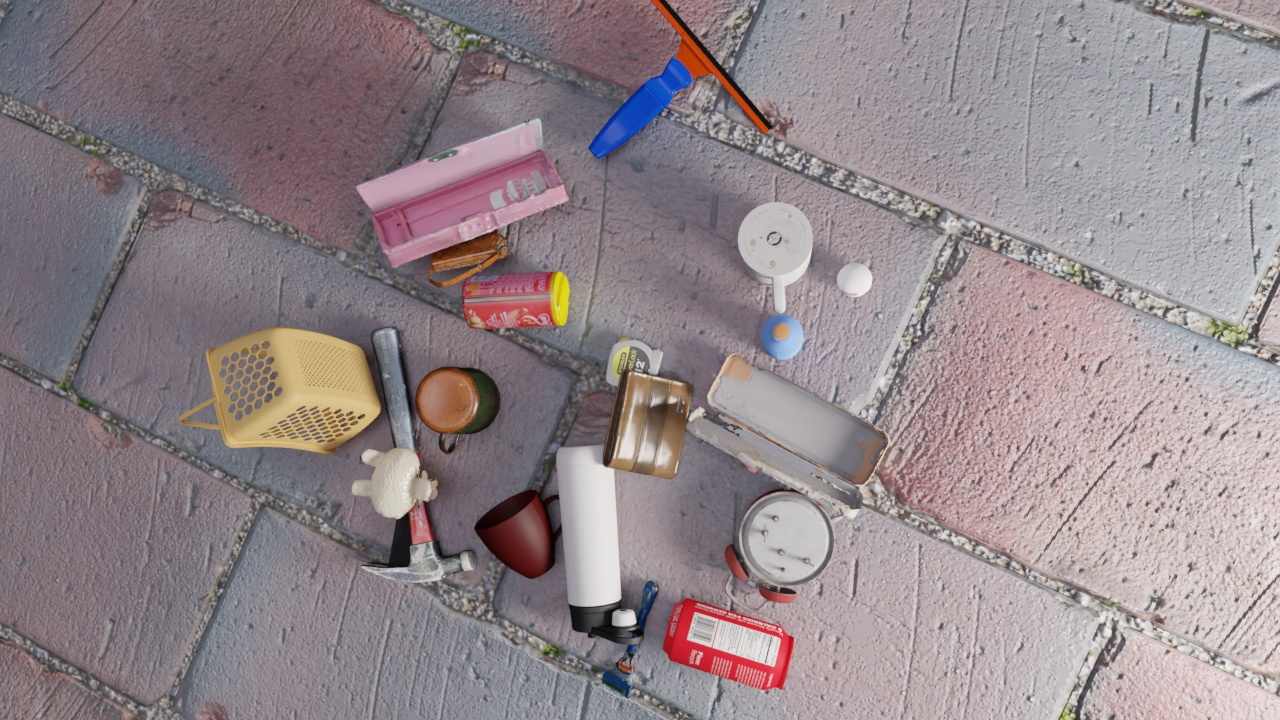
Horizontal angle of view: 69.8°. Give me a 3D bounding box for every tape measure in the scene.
[{"bbox_3d":[-0.007,0.007,1.130,0.065,0.016,0.064,14,90,10],"label":"tape measure"}]

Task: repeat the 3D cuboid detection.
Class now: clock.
[{"bbox_3d":[0.159,0.223,1.071,0.110,0.062,0.157,36,93,9],"label":"clock"}]

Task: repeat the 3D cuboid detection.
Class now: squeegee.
[{"bbox_3d":[0.010,-0.317,1.125,0.185,0.055,0.249,-42,99,5],"label":"squeegee"}]

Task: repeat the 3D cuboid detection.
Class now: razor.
[{"bbox_3d":[-0.005,0.335,1.114,0.044,0.018,0.141,19,88,34],"label":"razor"}]

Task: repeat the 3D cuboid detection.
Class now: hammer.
[{"bbox_3d":[-0.306,0.120,1.167,0.140,0.036,0.326,-12,85,7],"label":"hammer"}]

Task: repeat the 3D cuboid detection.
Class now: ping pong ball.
[{"bbox_3d":[0.252,-0.095,1.081,0.040,0.040,0.040,0,87,9],"label":"ping pong ball"}]

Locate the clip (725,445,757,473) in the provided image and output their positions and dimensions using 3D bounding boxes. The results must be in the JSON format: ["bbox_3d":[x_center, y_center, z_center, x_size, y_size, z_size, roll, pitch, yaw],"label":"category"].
[{"bbox_3d":[0.127,0.106,1.102,0.044,0.023,0.060,-33,84,2],"label":"clip"}]

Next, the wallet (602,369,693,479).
[{"bbox_3d":[0.010,0.076,1.097,0.098,0.027,0.121,13,87,-31],"label":"wallet"}]

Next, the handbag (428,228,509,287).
[{"bbox_3d":[-0.215,-0.118,1.082,0.093,0.195,0.043,-11,107,6],"label":"handbag"}]

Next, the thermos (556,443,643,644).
[{"bbox_3d":[-0.048,0.216,1.094,0.101,0.068,0.230,-6,87,40],"label":"thermos"}]

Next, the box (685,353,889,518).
[{"bbox_3d":[0.172,0.083,1.059,0.217,0.095,0.115,28,88,9],"label":"box"}]

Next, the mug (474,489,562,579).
[{"bbox_3d":[-0.131,0.211,1.119,0.113,0.087,0.088,-33,101,-21],"label":"mug"}]

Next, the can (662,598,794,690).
[{"bbox_3d":[0.102,0.330,1.068,0.142,0.074,0.074,15,90,10],"label":"can"}]

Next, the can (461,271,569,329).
[{"bbox_3d":[-0.154,-0.074,1.133,0.124,0.066,0.066,-2,87,9],"label":"can"}]

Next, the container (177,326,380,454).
[{"bbox_3d":[-0.435,0.045,1.108,0.167,0.183,0.129,-27,73,17],"label":"container"}]

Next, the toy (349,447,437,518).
[{"bbox_3d":[-0.296,0.149,1.121,0.112,0.050,0.087,11,86,3],"label":"toy"}]

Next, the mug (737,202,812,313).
[{"bbox_3d":[0.158,-0.115,1.069,0.083,0.096,0.119,-3,87,9],"label":"mug"}]

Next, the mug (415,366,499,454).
[{"bbox_3d":[-0.230,0.063,1.132,0.085,0.081,0.111,15,90,10],"label":"mug"}]

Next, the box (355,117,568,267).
[{"bbox_3d":[-0.215,-0.212,1.093,0.232,0.107,0.099,-22,49,-6],"label":"box"}]

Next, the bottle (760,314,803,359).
[{"bbox_3d":[0.161,-0.028,1.046,0.048,0.131,0.048,0,87,9],"label":"bottle"}]
